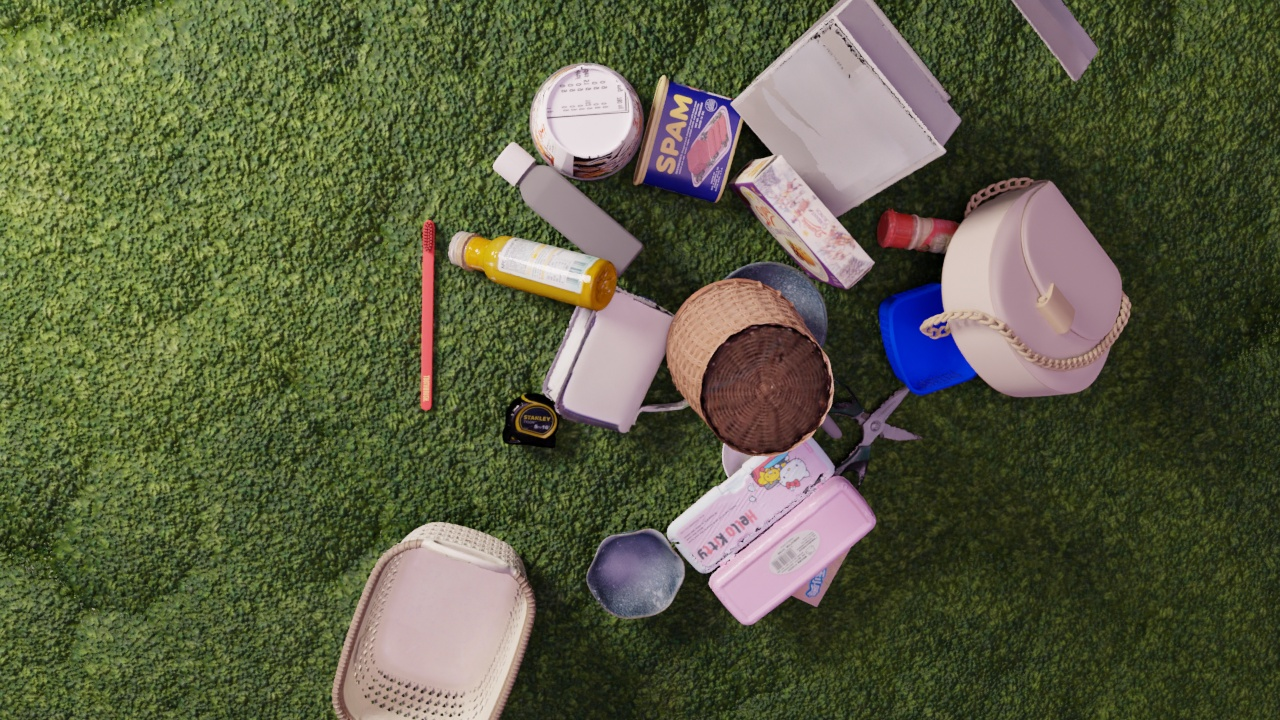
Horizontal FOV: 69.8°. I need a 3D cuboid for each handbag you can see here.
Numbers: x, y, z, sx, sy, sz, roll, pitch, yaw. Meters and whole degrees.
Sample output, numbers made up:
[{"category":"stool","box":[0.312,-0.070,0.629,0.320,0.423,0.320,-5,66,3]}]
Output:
[{"category":"handbag","box":[0.414,-0.069,0.984,0.210,0.104,0.208,43,65,-21]},{"category":"handbag","box":[-0.006,0.006,1.025,0.176,0.074,0.151,19,100,-26]}]

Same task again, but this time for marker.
[{"category":"marker","box":[0.186,0.042,1.063,0.022,0.016,0.138,-34,104,34]}]

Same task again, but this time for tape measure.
[{"category":"tape measure","box":[-0.122,0.067,1.036,0.061,0.034,0.061,10,104,-18]}]

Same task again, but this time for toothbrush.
[{"category":"toothbrush","box":[-0.236,-0.048,1.015,0.012,0.018,0.212,2,100,-4]}]

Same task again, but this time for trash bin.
[{"category":"trash bin","box":[0.109,0.003,0.891,0.151,0.210,0.151,-1,100,-4]}]

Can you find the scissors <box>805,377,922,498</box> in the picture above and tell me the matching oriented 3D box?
[{"category":"scissors","box":[0.227,0.076,1.057,0.202,0.015,0.201,44,85,-16]}]

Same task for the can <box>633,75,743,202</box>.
[{"category":"can","box":[0.052,-0.233,0.981,0.092,0.056,0.116,14,99,-8]}]

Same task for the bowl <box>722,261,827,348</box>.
[{"category":"bowl","box":[0.134,-0.043,1.021,0.137,0.057,0.137,-1,100,-3]}]

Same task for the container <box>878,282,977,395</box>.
[{"category":"container","box":[0.323,-0.028,1.036,0.096,0.058,0.114,-18,101,0]}]

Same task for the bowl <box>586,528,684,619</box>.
[{"category":"bowl","box":[-0.007,0.240,1.065,0.110,0.055,0.110,-1,100,-4]}]

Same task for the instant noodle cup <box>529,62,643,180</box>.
[{"category":"instant noodle cup","box":[-0.054,-0.248,0.937,0.123,0.121,0.124,-1,100,-4]}]

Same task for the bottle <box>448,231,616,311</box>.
[{"category":"bottle","box":[-0.116,-0.098,0.959,0.186,0.053,0.053,16,100,25]}]

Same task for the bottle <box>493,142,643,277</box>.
[{"category":"bottle","box":[-0.078,-0.161,0.973,0.174,0.083,0.046,39,95,-9]}]

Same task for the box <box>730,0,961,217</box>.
[{"category":"box","box":[0.248,-0.316,1.029,0.174,0.420,0.167,-36,102,33]}]

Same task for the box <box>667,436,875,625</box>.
[{"category":"box","box":[0.149,0.189,1.039,0.201,0.038,0.152,-40,101,4]}]

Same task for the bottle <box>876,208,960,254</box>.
[{"category":"bottle","box":[0.321,-0.140,1.023,0.109,0.044,0.044,8,100,-6]}]

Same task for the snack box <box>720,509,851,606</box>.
[{"category":"snack box","box":[0.162,0.219,1.083,0.151,0.034,0.087,26,98,-8]}]

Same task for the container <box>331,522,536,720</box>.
[{"category":"container","box":[-0.222,0.301,1.018,0.184,0.143,0.246,21,98,-7]}]

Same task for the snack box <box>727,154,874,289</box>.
[{"category":"snack box","box":[0.164,-0.146,0.960,0.040,0.143,0.148,-43,100,4]}]

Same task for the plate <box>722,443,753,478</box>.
[{"category":"plate","box":[0.141,0.103,1.061,0.104,0.026,0.104,-2,99,-12]}]
